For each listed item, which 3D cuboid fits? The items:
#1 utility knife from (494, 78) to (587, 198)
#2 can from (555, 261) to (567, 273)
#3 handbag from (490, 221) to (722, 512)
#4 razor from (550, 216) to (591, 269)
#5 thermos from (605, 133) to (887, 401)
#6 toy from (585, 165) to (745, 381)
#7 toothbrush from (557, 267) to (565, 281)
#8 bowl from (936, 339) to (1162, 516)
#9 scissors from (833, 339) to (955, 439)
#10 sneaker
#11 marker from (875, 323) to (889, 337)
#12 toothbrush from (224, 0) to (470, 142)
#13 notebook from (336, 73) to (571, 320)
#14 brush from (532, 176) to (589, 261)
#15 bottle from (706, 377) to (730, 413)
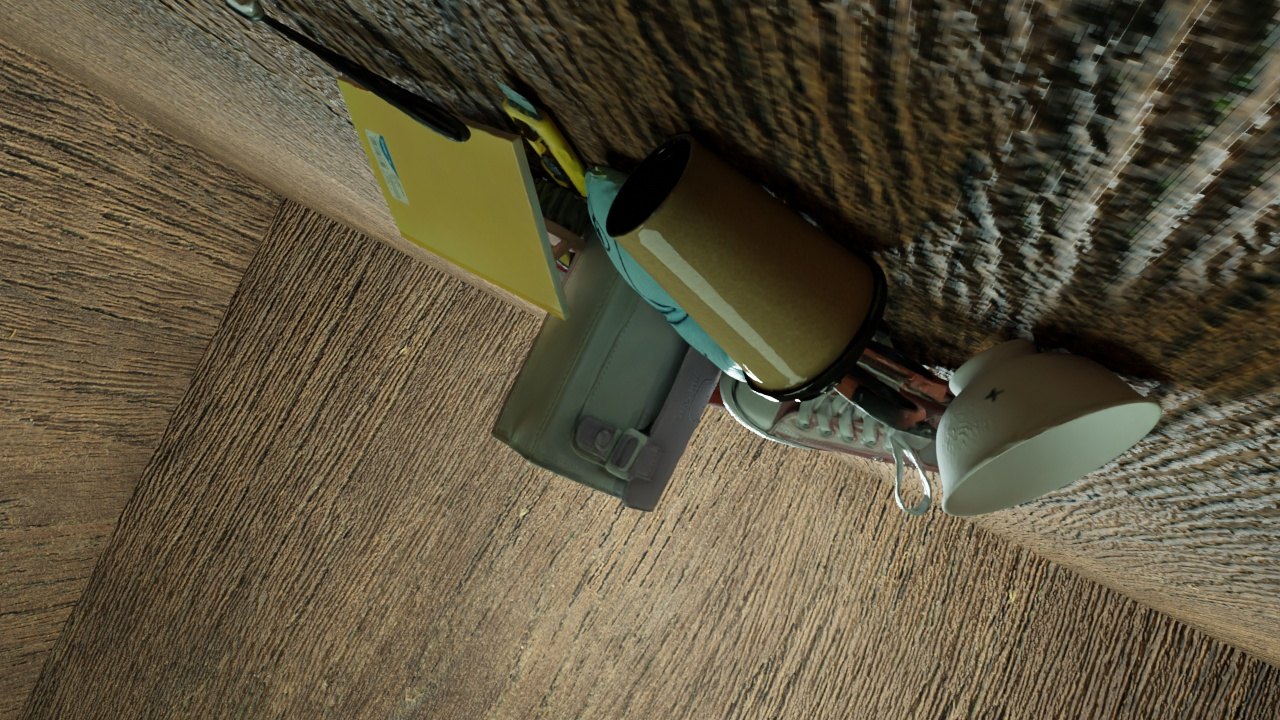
[{"bbox_3d":[-0.057,-0.130,0.560,0.033,0.015,0.177,26,177,12],"label":"utility knife"},{"bbox_3d":[-0.111,-0.115,0.933,0.132,0.053,0.053,27,177,-21],"label":"can"},{"bbox_3d":[-0.004,0.004,0.703,0.145,0.197,0.098,28,178,-41],"label":"handbag"},{"bbox_3d":[-0.056,-0.102,0.798,0.067,0.062,0.167,61,168,-23],"label":"razor"},{"bbox_3d":[0.054,-0.045,0.463,0.143,0.093,0.093,35,174,-26],"label":"thermos"},{"bbox_3d":[0.017,-0.057,0.561,0.161,0.050,0.156,49,174,40],"label":"toy"},{"bbox_3d":[-0.035,-0.039,0.793,0.221,0.026,0.027,35,164,11],"label":"toothbrush"},{"bbox_3d":[0.204,0.029,0.493,0.118,0.118,0.064,30,-146,-53],"label":"bowl"},{"bbox_3d":[0.115,-0.015,0.593,0.224,0.015,0.188,22,-158,-9],"label":"scissors"},{"bbox_3d":[0.175,0.039,0.667,0.241,0.118,0.087,16,-174,7],"label":"sneaker"},{"bbox_3d":[0.123,-0.041,0.605,0.123,0.015,0.018,25,-178,-33],"label":"marker"},{"bbox_3d":[-0.184,-0.185,0.573,0.181,0.015,0.018,31,167,1],"label":"toothbrush"},{"bbox_3d":[-0.136,-0.119,0.659,0.206,0.010,0.146,27,145,37],"label":"notebook"},{"bbox_3d":[-0.092,-0.105,0.701,0.063,0.073,0.146,30,179,-43],"label":"brush"},{"bbox_3d":[0.085,0.023,0.900,0.205,0.060,0.060,-2,-167,-32],"label":"bottle"}]
